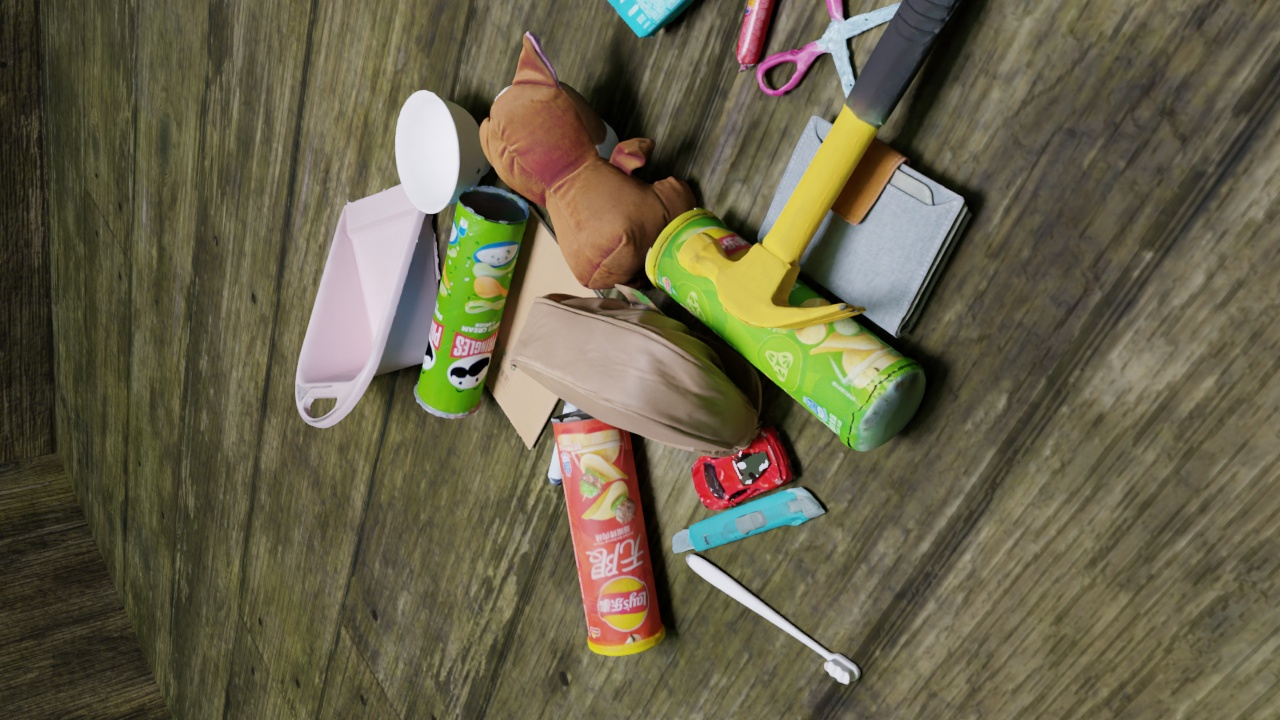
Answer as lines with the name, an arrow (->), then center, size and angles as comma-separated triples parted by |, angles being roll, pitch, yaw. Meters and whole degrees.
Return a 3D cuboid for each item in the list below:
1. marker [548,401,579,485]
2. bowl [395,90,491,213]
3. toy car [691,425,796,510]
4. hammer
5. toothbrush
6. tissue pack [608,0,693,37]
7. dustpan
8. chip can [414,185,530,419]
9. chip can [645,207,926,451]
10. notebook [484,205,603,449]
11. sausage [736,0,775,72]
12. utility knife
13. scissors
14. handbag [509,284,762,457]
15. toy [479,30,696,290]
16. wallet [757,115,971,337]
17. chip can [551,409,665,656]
marker -> -0.069, 0.067, 0.893 | 0.023, 0.018, 0.131 | 30, 120, 29
bowl -> -0.189, -0.208, 0.922 | 0.118, 0.064, 0.118 | 13, 108, 45
toy car -> 0.077, 0.089, 0.731 | 0.107, 0.031, 0.049 | -33, 74, 48
hammer -> 0.136, -0.149, 0.557 | 0.129, 0.032, 0.301 | 42, 114, 31
toothbrush -> 0.100, 0.205, 0.743 | 0.180, 0.016, 0.016 | 29, 117, 40
tissue pack -> 0.015, -0.306, 0.667 | 0.093, 0.050, 0.134 | 48, 136, -12
dustpan -> -0.333, -0.069, 1.058 | 0.223, 0.138, 0.273 | -7, 95, 49
chip can -> -0.172, -0.055, 0.923 | 0.072, 0.072, 0.237 | 42, 127, 33
chip can -> 0.099, -0.025, 0.648 | 0.221, 0.072, 0.073 | 42, 127, 33
notebook -> -0.112, -0.030, 0.923 | 0.148, 0.008, 0.208 | 52, 132, 26
sausage -> 0.092, -0.277, 0.635 | 0.020, 0.020, 0.156 | 37, 124, 36
utility knife -> 0.080, 0.135, 0.750 | 0.177, 0.013, 0.029 | -31, 76, 47
scissors -> 0.126, -0.221, 0.615 | 0.134, 0.017, 0.133 | -12, 93, 45
handbag -> -0.004, 0.004, 0.710 | 0.205, 0.147, 0.099 | 21, 85, 51
toy -> -0.048, -0.156, 0.748 | 0.199, 0.130, 0.140 | 45, 130, 3
wallet -> 0.143, -0.093, 0.610 | 0.130, 0.036, 0.107 | 42, 128, 33
chip can -> -0.030, 0.151, 0.831 | 0.073, 0.073, 0.216 | -8, 93, 48
